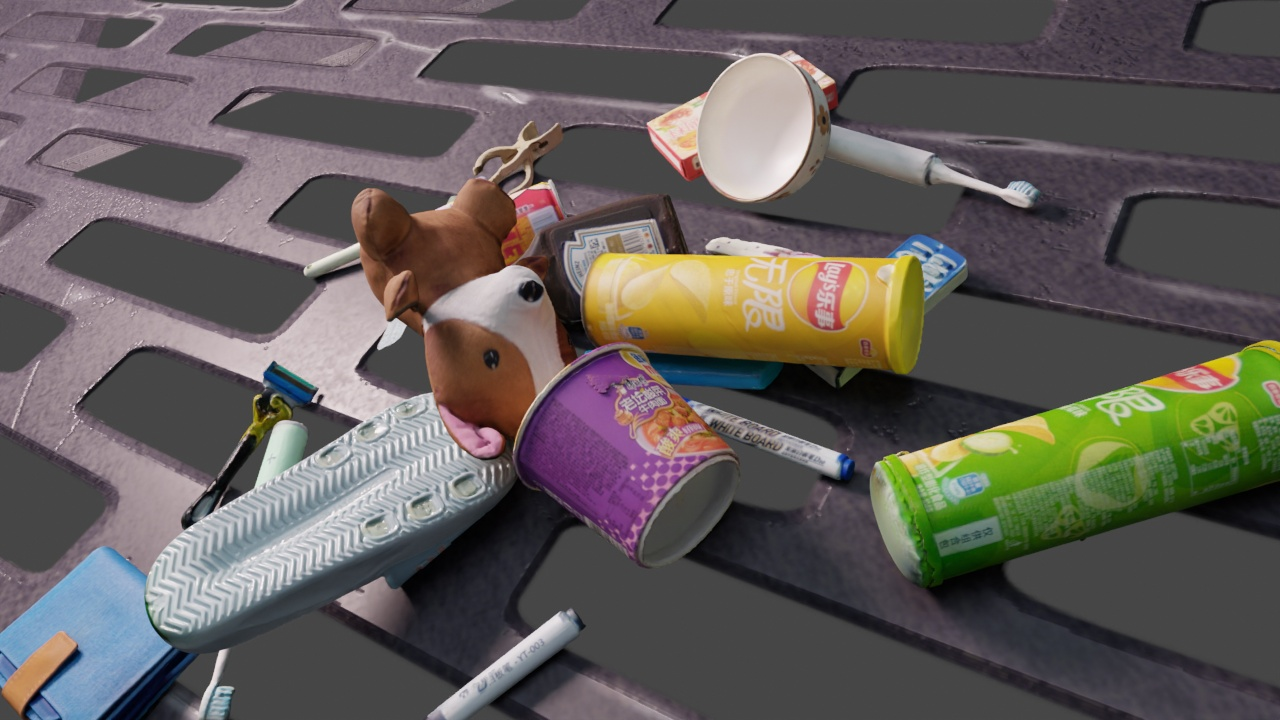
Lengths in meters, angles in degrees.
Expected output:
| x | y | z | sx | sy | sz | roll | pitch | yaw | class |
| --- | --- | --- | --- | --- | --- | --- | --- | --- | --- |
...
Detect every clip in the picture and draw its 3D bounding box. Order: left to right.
| x | y | z | sx | sy | sz | roll | pitch | yaw | class |
| --- | --- | --- | --- | --- | --- | --- | --- | --- | --- |
| -0.123 | -0.191 | 0.857 | 0.081 | 0.035 | 0.104 | 0 | 45 | 19 | clip |

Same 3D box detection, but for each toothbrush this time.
| x | y | z | sx | sy | sz | roll | pitch | yaw | class |
| --- | --- | --- | --- | --- | --- | --- | --- | --- | --- |
| -0.262 | 0.134 | 0.620 | 0.027 | 0.027 | 0.224 | 4 | 47 | -6 | toothbrush |
| -0.220 | -0.116 | 0.823 | 0.190 | 0.020 | 0.029 | -24 | 45 | 9 | toothbrush |
| 0.114 | -0.068 | 0.652 | 0.188 | 0.017 | 0.016 | 18 | 62 | 48 | toothbrush |
| 0.199 | -0.154 | 0.709 | 0.221 | 0.027 | 0.026 | 29 | 73 | 37 | toothbrush |

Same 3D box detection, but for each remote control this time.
| x | y | z | sx | sy | sz | roll | pitch | yaw | class |
| --- | --- | --- | --- | --- | --- | --- | --- | --- | --- |
| 0.161 | -0.034 | 0.617 | 0.124 | 0.024 | 0.049 | -38 | 48 | -10 | remote control |

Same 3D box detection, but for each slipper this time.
| x | y | z | sx | sy | sz | roll | pitch | yaw | class |
| --- | --- | --- | --- | --- | --- | --- | --- | --- | --- |
| -0.179 | 0.106 | 0.580 | 0.244 | 0.074 | 0.104 | -29 | 52 | -31 | slipper |

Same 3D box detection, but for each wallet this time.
| x | y | z | sx | sy | sz | roll | pitch | yaw | class |
| --- | --- | --- | --- | --- | --- | --- | --- | --- | --- |
| -0.360 | 0.188 | 0.603 | 0.133 | 0.040 | 0.106 | 19 | 54 | 33 | wallet |

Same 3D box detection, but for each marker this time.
| x | y | z | sx | sy | sz | roll | pitch | yaw | class |
| --- | --- | --- | --- | --- | --- | --- | --- | --- | --- |
| -0.086 | 0.186 | 0.516 | 0.130 | 0.018 | 0.022 | -35 | 68 | -12 | marker |
| 0.067 | 0.046 | 0.586 | 0.146 | 0.017 | 0.016 | 19 | 59 | 33 | marker |

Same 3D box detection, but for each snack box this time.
| x | y | z | sx | sy | sz | roll | pitch | yaw | class |
| --- | --- | --- | --- | --- | --- | --- | --- | --- | --- |
| 0.089 | -0.216 | 0.806 | 0.153 | 0.025 | 0.075 | -28 | 46 | -6 | snack box |

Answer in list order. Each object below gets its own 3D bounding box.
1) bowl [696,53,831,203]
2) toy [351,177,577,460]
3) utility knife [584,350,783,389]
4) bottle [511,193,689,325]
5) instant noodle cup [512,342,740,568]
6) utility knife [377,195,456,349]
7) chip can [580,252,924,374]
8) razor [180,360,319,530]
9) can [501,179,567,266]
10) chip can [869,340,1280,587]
| x | y | z | sx | sy | sz | roll | pitch | yaw | class |
| --- | --- | --- | --- | --- | --- | --- | --- | --- | --- |
| 0.106 | -0.179 | 0.729 | 0.062 | 0.113 | 0.113 | -2 | 26 | -47 | bowl |
| -0.101 | -0.030 | 0.602 | 0.139 | 0.131 | 0.199 | -15 | 69 | -36 | toy |
| -0.004 | 0.004 | 0.648 | 0.207 | 0.018 | 0.034 | 2 | 38 | 22 | utility knife |
| -0.060 | -0.063 | 0.694 | 0.195 | 0.044 | 0.080 | -18 | 87 | 4 | bottle |
| -0.002 | 0.060 | 0.542 | 0.111 | 0.112 | 0.099 | -42 | 58 | -18 | instant noodle cup |
| -0.185 | -0.083 | 0.791 | 0.031 | 0.020 | 0.194 | -6 | 41 | 22 | utility knife |
| 0.069 | -0.033 | 0.594 | 0.214 | 0.072 | 0.071 | 4 | 51 | 27 | chip can |
| -0.302 | 0.069 | 0.698 | 0.042 | 0.022 | 0.142 | 32 | 60 | -11 | razor |
| -0.102 | -0.098 | 0.742 | 0.094 | 0.066 | 0.066 | -23 | 46 | 0 | can |
| 0.233 | 0.056 | 0.478 | 0.221 | 0.073 | 0.072 | -18 | 46 | 4 | chip can |
